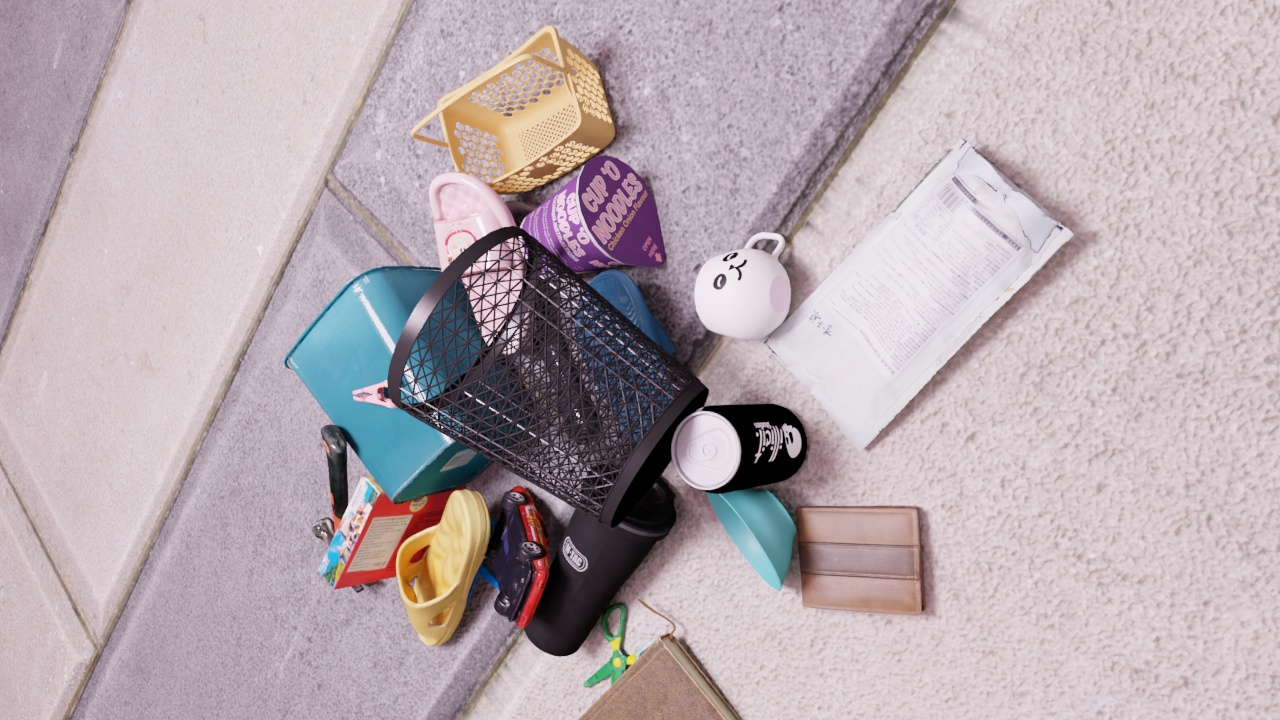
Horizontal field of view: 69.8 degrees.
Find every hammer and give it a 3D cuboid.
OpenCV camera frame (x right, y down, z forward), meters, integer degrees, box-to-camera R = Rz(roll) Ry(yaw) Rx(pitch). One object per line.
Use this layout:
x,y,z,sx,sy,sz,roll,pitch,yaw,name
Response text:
-0.379,0.183,1.153,0.133,0.033,0.334,49,146,23,hammer
-0.119,-0.051,1.089,0.125,0.029,0.310,-33,72,29,hammer

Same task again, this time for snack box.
-0.306,0.206,1.136,0.040,0.142,0.145,38,108,30,snack box

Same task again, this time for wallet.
0.207,0.187,0.869,0.121,0.026,0.098,-6,82,33,wallet

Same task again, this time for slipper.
-0.252,0.252,1.105,0.264,0.078,0.099,-60,42,37,slipper
-0.180,-0.109,1.050,0.107,0.055,0.222,-9,107,35,slipper
-0.006,0.006,0.997,0.104,0.059,0.213,-20,92,35,slipper

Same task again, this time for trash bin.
-0.264,0.033,1.095,0.200,0.196,0.218,-42,73,26,trash bin
-0.079,0.026,0.897,0.243,0.216,0.217,34,108,12,trash bin

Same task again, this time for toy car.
-0.135,0.215,1.029,0.189,0.056,0.082,-122,50,-65,toy car

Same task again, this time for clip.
-0.284,0.040,0.999,0.059,0.023,0.050,-32,83,21,clip

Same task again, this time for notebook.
-0.003,0.396,0.989,0.190,0.034,0.216,49,114,19,notebook

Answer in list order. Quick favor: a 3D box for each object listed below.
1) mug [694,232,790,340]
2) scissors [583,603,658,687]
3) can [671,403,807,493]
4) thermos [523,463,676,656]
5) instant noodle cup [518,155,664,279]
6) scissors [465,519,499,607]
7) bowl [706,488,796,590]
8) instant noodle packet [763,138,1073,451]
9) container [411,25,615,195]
0.111,-0.079,0.911,0.076,0.090,0.123,3,59,41,mug
-0.016,0.338,1.021,0.117,0.012,0.129,7,93,33,scissors
0.096,0.082,0.872,0.080,0.145,0.080,-1,88,33,can
-0.052,0.221,0.999,0.106,0.105,0.219,41,115,27,thermos
-0.060,-0.140,1.015,0.122,0.121,0.137,-18,123,41,instant noodle cup
-0.208,0.253,1.148,0.130,0.013,0.125,24,102,36,scissors
0.118,0.161,0.899,0.046,0.121,0.121,-33,67,-10,bowl
0.246,-0.058,0.844,0.270,0.057,0.147,-51,61,27,instant noodle packet
-0.143,-0.272,1.028,0.184,0.166,0.129,-22,77,31,container
